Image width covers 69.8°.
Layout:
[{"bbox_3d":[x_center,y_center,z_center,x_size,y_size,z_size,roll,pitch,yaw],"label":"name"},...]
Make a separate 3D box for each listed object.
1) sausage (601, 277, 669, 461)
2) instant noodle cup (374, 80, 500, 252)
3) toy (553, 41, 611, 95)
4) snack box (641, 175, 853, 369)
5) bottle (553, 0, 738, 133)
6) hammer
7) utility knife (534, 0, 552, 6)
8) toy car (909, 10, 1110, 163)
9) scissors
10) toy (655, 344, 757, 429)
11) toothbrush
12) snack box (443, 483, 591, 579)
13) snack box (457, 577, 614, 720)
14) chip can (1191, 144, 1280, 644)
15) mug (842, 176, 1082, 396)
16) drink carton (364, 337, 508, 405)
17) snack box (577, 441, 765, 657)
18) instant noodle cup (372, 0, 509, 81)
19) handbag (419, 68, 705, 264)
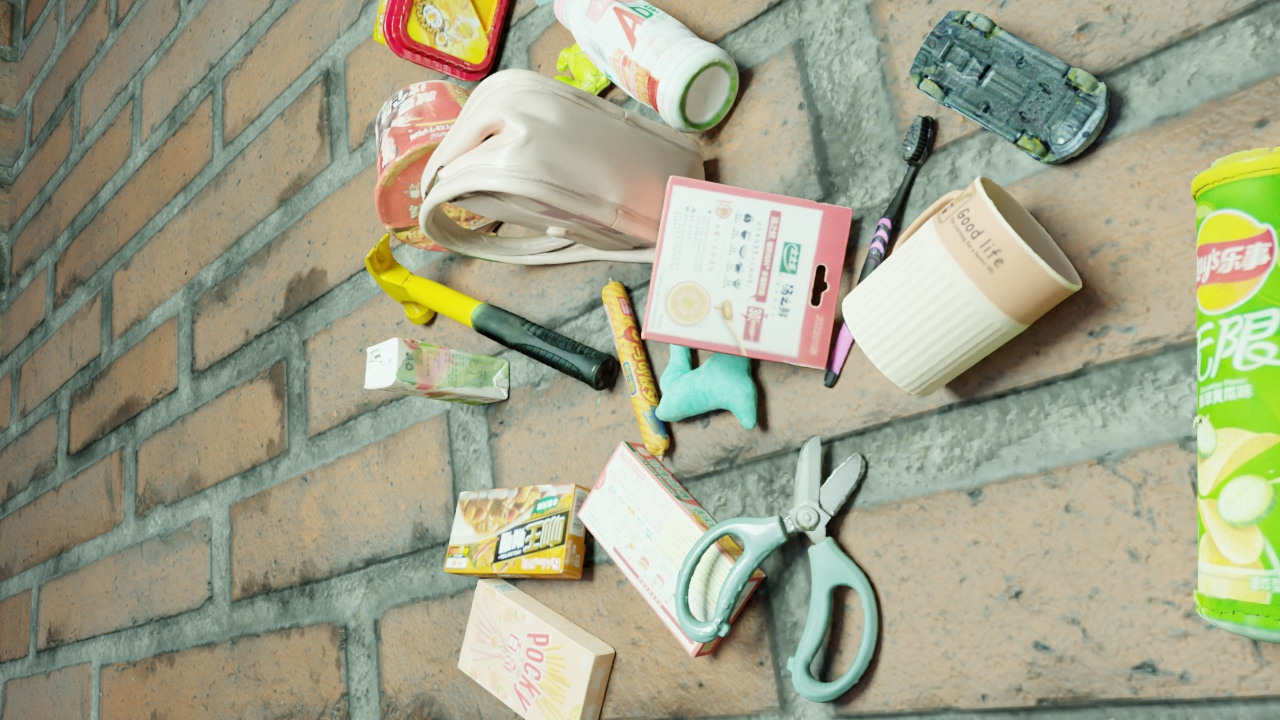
[{"bbox_3d":[-0.004,0.004,0.737,0.022,0.021,0.165,-33,63,34],"label":"sausage"},{"bbox_3d":[-0.190,-0.190,0.869,0.138,0.137,0.108,-44,50,29],"label":"instant noodle cup"},{"bbox_3d":[-0.061,-0.236,0.821,0.100,0.031,0.096,-42,57,25],"label":"toy"},{"bbox_3d":[0.072,-0.059,0.636,0.127,0.044,0.113,10,90,0],"label":"snack box"},{"bbox_3d":[-0.004,-0.255,0.743,0.197,0.068,0.068,47,114,36],"label":"bottle"},{"bbox_3d":[-0.143,-0.039,0.833,0.301,0.129,0.032,23,68,33],"label":"hammer"},{"bbox_3d":[-0.010,-0.347,0.784,0.217,0.015,0.033,-10,76,32],"label":"utility knife"},{"bbox_3d":[0.219,-0.164,0.549,0.120,0.036,0.054,42,111,27],"label":"toy car"},{"bbox_3d":[0.111,0.141,0.600,0.171,0.019,0.177,43,97,24],"label":"scissors"},{"bbox_3d":[0.046,0.014,0.685,0.092,0.030,0.096,-20,64,37],"label":"toy"},{"bbox_3d":[0.154,-0.070,0.606,0.014,0.017,0.189,27,103,41],"label":"toothbrush"},{"bbox_3d":[-0.107,0.149,0.795,0.154,0.026,0.075,-10,63,40],"label":"snack box"},{"bbox_3d":[-0.092,0.252,0.775,0.157,0.026,0.084,17,95,43],"label":"snack box"},{"bbox_3d":[0.296,0.017,0.423,0.073,0.072,0.221,-2,82,42],"label":"chip can"},{"bbox_3d":[0.182,-0.050,0.543,0.106,0.081,0.114,-44,30,30],"label":"mug"},{"bbox_3d":[-0.183,0.011,0.832,0.054,0.122,0.045,-13,73,43],"label":"drink carton"},{"bbox_3d":[0.018,0.138,0.691,0.156,0.027,0.077,44,112,37],"label":"snack box"},{"bbox_3d":[-0.211,-0.351,0.930,0.124,0.116,0.116,24,100,54],"label":"instant noodle cup"},{"bbox_3d":[-0.082,-0.123,0.727,0.235,0.193,0.093,-12,68,50],"label":"handbag"}]
